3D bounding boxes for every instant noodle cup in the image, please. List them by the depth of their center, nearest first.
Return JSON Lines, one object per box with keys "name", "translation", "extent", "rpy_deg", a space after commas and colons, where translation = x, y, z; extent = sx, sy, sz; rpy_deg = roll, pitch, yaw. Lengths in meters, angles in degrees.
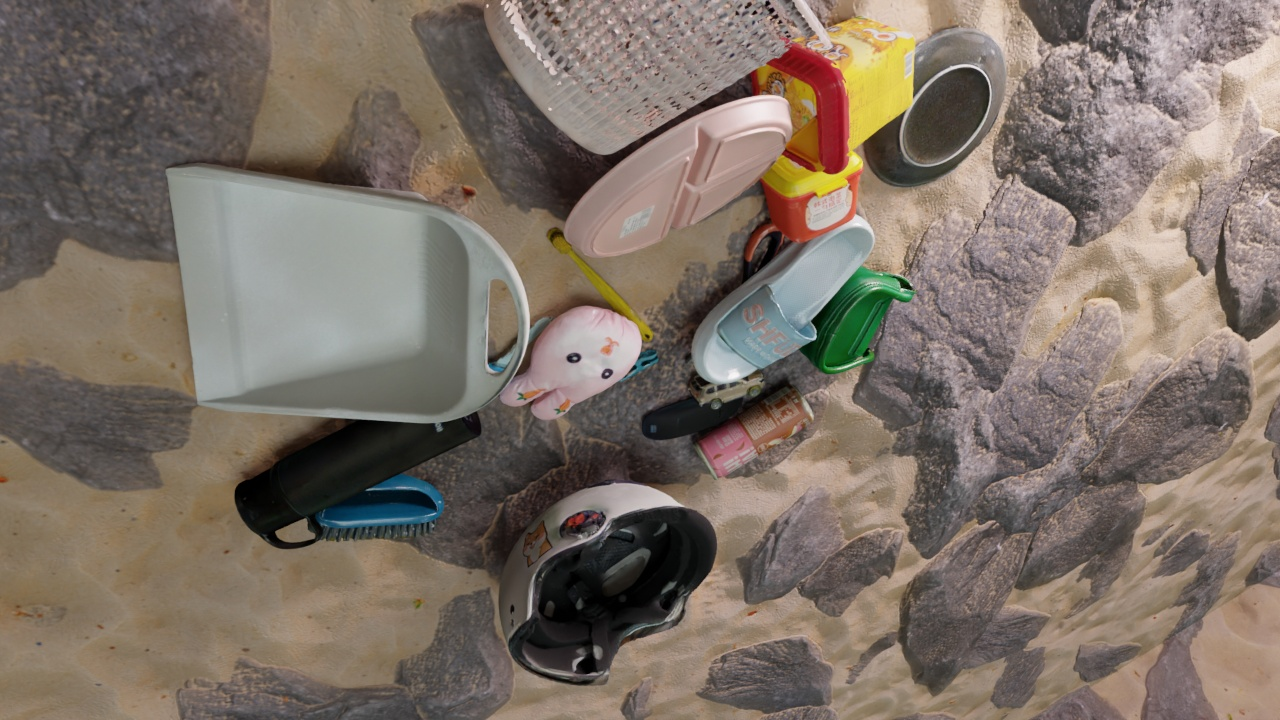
{"name": "instant noodle cup", "translation": [0.182, -0.254, 0.853], "extent": [0.123, 0.116, 0.116], "rpy_deg": [-32, 137, -17]}

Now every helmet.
{"name": "helmet", "translation": [-0.057, 0.246, 1.109], "extent": [0.274, 0.157, 0.230], "rpy_deg": [-44, 133, -3]}

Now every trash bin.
{"name": "trash bin", "translation": [-0.001, -0.269, 0.685], "extent": [0.192, 0.227, 0.227], "rpy_deg": [-35, 136, 20]}

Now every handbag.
{"name": "handbag", "translation": [0.253, -0.048, 1.085], "extent": [0.120, 0.068, 0.132], "rpy_deg": [1, 127, -29]}

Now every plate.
{"name": "plate", "translation": [0.038, -0.155, 0.818], "extent": [0.229, 0.028, 0.229], "rpy_deg": [-28, 173, -4]}
{"name": "plate", "translation": [0.318, -0.261, 0.972], "extent": [0.179, 0.024, 0.180], "rpy_deg": [-14, 132, -17]}

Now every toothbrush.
{"name": "toothbrush", "translation": [-0.037, -0.073, 0.947], "extent": [0.016, 0.016, 0.190], "rpy_deg": [-38, 134, 6]}

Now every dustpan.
{"name": "dustpan", "translation": [-0.236, -0.041, 0.767], "extent": [0.257, 0.142, 0.223], "rpy_deg": [-8, 120, -26]}

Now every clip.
{"name": "clip", "translation": [-0.006, 0.004, 1.031], "extent": [0.055, 0.013, 0.038], "rpy_deg": [-21, 134, -8]}

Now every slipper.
{"name": "slipper", "translation": [0.164, -0.057, 1.005], "extent": [0.246, 0.074, 0.104], "rpy_deg": [-44, 136, 10]}

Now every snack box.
{"name": "snack box", "translation": [0.173, -0.171, 0.929], "extent": [0.091, 0.082, 0.080], "rpy_deg": [-25, 133, -10]}

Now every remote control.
{"name": "remote control", "translation": [0.067, 0.067, 1.114], "extent": [0.136, 0.024, 0.053], "rpy_deg": [-18, 132, -14]}

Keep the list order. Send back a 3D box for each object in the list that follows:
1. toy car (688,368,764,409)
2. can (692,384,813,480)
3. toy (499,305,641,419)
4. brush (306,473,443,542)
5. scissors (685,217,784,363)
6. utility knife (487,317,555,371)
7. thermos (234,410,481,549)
{"name": "toy car", "translation": [0.104, 0.027, 1.088], "extent": [0.090, 0.042, 0.035], "rpy_deg": [-15, 130, -16]}
{"name": "can", "translation": [0.142, 0.089, 1.149], "extent": [0.147, 0.058, 0.058], "rpy_deg": [-31, 135, -1]}
{"name": "toy", "translation": [-0.073, 0.007, 0.974], "extent": [0.121, 0.054, 0.160], "rpy_deg": [25, 120, -42]}
{"name": "brush", "translation": [-0.281, 0.152, 0.981], "extent": [0.143, 0.055, 0.074], "rpy_deg": [1, 126, -28]}
{"name": "scissors", "translation": [0.120, -0.079, 1.028], "extent": [0.202, 0.015, 0.204], "rpy_deg": [-23, 135, -10]}
{"name": "utility knife", "translation": [-0.168, 0.027, 0.962], "extent": [0.216, 0.018, 0.034], "rpy_deg": [-43, 145, 10]}
{"name": "thermos", "translation": [-0.275, 0.106, 0.913], "extent": [0.242, 0.068, 0.090], "rpy_deg": [-27, 95, 5]}
